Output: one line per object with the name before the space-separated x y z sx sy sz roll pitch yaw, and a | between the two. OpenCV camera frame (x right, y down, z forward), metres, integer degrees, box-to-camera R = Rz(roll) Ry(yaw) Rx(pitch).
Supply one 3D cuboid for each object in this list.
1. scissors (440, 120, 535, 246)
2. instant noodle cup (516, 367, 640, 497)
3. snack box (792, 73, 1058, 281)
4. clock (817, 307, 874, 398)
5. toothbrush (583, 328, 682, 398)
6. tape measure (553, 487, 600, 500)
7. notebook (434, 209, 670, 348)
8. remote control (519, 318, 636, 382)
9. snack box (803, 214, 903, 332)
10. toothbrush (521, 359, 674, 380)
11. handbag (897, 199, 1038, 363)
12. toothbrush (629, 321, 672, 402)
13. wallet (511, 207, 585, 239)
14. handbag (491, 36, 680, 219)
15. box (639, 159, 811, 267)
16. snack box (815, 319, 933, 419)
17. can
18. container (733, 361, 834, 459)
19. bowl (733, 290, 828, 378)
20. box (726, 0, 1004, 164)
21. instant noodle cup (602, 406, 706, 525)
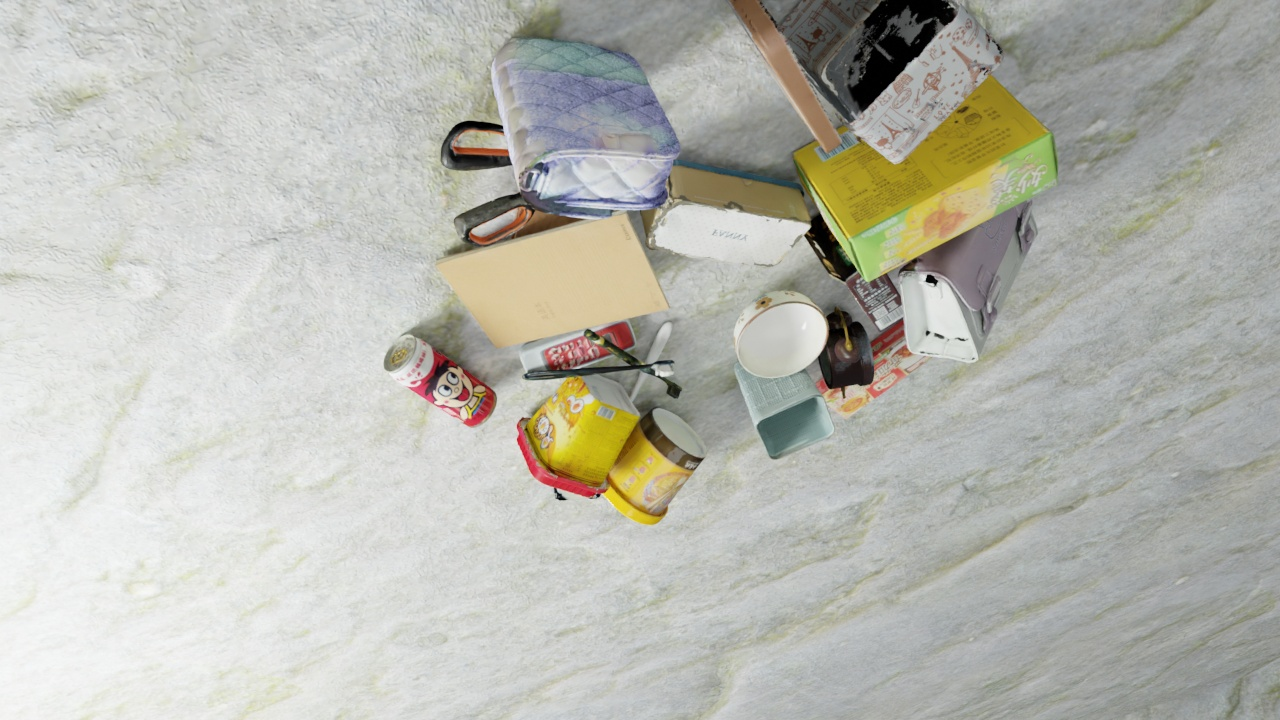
scissors | -0.091 -0.186 0.884 0.222 0.021 0.210 -39 136 12
instant noodle cup | -0.073 0.084 1.121 0.116 0.116 0.124 23 111 -35
snack box | 0.281 -0.194 0.925 0.210 0.157 0.070 -27 137 8
clock | 0.256 -0.013 1.148 0.055 0.082 0.122 -11 138 1
toothbrush | -0.007 0.006 1.101 0.012 0.017 0.185 4 160 42
tape measure | -0.082 0.158 1.237 0.065 0.033 0.066 -3 134 -18
notebook | -0.089 -0.081 0.980 0.212 0.012 0.149 -12 139 14
remote control | -0.073 -0.015 1.081 0.136 0.020 0.056 -19 137 0
snack box | 0.236 -0.107 1.026 0.053 0.113 0.125 -33 134 13
toothbrush | -0.049 0.015 1.080 0.181 0.018 0.016 -3 148 -3
handbag | 0.357 -0.118 1.001 0.196 0.099 0.145 -58 133 -25
toothbrush | 0.001 0.020 1.146 0.016 0.016 0.181 6 129 -29
wallet | -0.077 -0.159 0.942 0.101 0.020 0.115 -1 130 -20
handbag | -0.051 -0.199 0.784 0.134 0.193 0.076 1 133 -19
box | 0.095 -0.150 0.964 0.184 0.059 0.090 5 147 -27
snack box | 0.314 0.013 1.232 0.153 0.025 0.075 -39 132 19
can | -0.227 0.024 1.044 0.053 0.053 0.132 -34 133 15
container | 0.177 0.047 1.158 0.090 0.111 0.090 -24 135 5
bowl | 0.163 -0.041 1.101 0.113 0.062 0.114 -6 130 -8
box | 0.161 -0.290 0.781 0.193 0.183 0.157 24 121 -38
instant noodle cup | 0.015 0.132 1.191 0.118 0.118 0.115 26 112 -36
